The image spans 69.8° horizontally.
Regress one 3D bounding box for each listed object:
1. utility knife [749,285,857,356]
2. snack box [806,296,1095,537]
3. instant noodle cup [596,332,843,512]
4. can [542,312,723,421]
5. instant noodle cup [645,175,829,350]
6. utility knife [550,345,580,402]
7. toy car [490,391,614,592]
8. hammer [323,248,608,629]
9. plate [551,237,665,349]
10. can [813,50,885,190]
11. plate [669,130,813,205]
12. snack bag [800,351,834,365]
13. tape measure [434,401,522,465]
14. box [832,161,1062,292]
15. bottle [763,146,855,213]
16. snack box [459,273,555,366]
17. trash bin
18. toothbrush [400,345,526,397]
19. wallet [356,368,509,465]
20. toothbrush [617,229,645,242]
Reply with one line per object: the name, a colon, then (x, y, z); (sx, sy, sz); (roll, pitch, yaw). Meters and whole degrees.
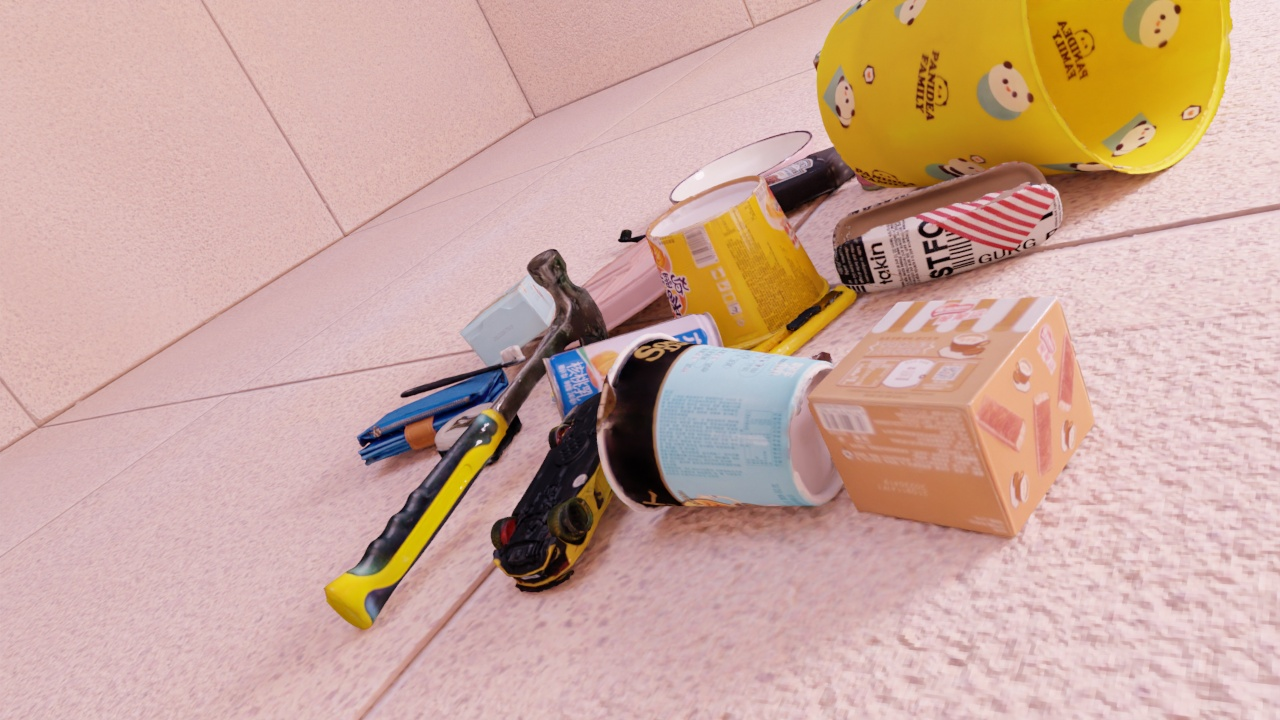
utility knife: (0.132, -0.033, 0.718); (0.208, 0.015, 0.033); (-37, 25, -26)
snack box: (0.158, 0.025, 0.464); (0.094, 0.077, 0.093); (-41, 24, -30)
instant noodle cup: (0.054, 0.039, 0.531); (0.121, 0.111, 0.111); (2, 34, 39)
can: (-0.004, 0.004, 0.712); (0.134, 0.053, 0.053); (-17, 20, -7)
instant noodle cup: (0.074, -0.084, 0.777); (0.138, 0.110, 0.138); (-24, 20, 9)
utility knife: (-0.057, 0.002, 0.876); (0.031, 0.018, 0.167); (-25, 24, 23)
toy car: (-0.043, 0.080, 0.602); (0.071, 0.041, 0.155); (-21, 31, 39)
hammer: (-0.119, 0.062, 0.699); (0.032, 0.126, 0.322); (-4, 41, 42)
plate: (-0.002, -0.091, 0.939); (0.230, 0.028, 0.229); (-34, 13, 9)
can: (0.227, -0.251, 0.933); (0.058, 0.147, 0.057); (-23, 21, 9)
plate: (0.130, -0.229, 1.152); (0.192, 0.039, 0.192); (-23, 21, 9)
snack bag: (0.085, 0.020, 0.636); (0.105, 0.026, 0.045); (-19, 19, 14)
tape measure: (-0.143, 0.066, 0.794); (0.066, 0.033, 0.065); (-17, 21, 23)
box: (0.225, -0.104, 0.693); (0.163, 0.076, 0.087); (-19, 44, 19)
bottle: (0.198, -0.208, 1.016); (0.195, 0.044, 0.079); (-25, 22, 3)
snack box: (-0.135, -0.045, 0.966); (0.074, 0.051, 0.174); (-38, 10, 5)
trash bin: (0.299, -0.254, 0.770); (0.229, 0.229, 0.256); (-35, 17, -21)
toothbrush: (-0.179, 0.014, 0.901); (0.182, 0.018, 0.015); (-17, 13, 37)
wallet: (-0.197, 0.052, 0.885); (0.133, 0.040, 0.106); (-22, 13, 10)
toothbrush: (0.027, -0.148, 1.103); (0.026, 0.027, 0.213); (10, 2, -30)
